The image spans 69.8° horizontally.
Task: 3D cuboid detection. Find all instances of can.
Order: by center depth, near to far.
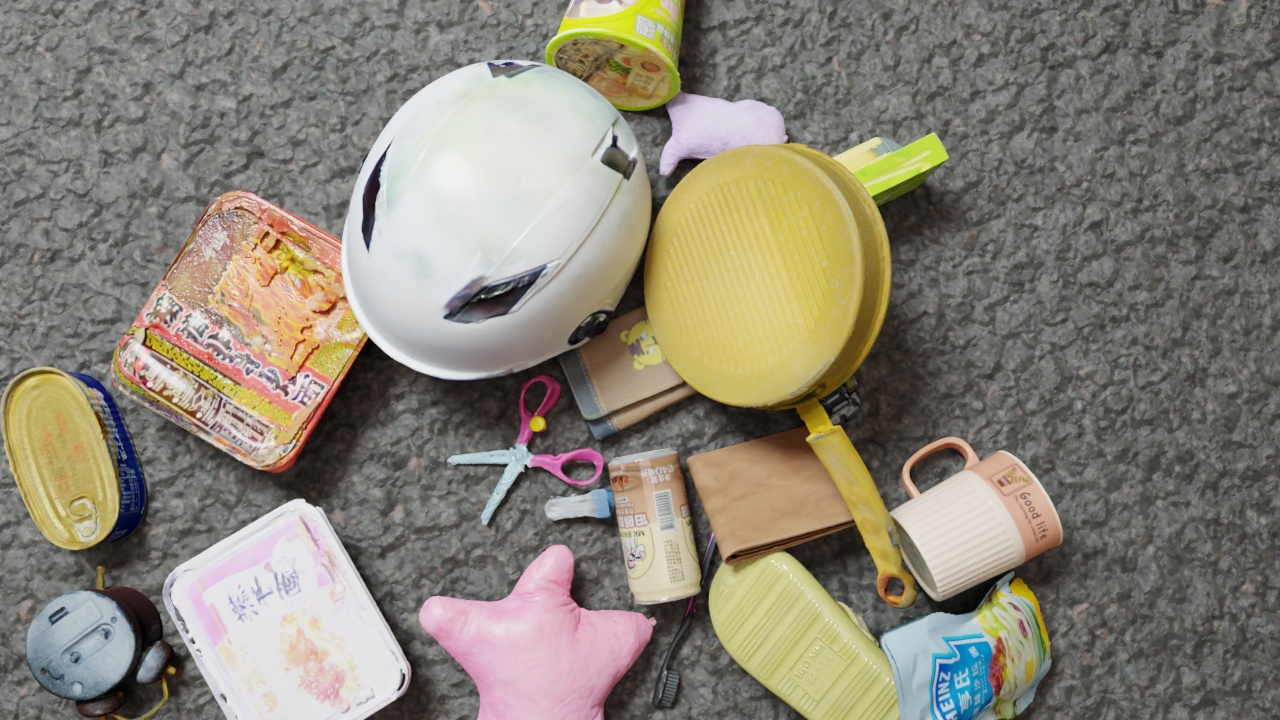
[{"bbox_3d":[0.012,0.131,0.734,0.058,0.058,0.116,-10,85,-2],"label":"can"},{"bbox_3d":[-0.452,0.078,0.735,0.074,0.049,0.148,-23,86,-3],"label":"can"}]

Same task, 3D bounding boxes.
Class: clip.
[{"bbox_3d":[-0.051,0.119,0.754,0.058,0.045,0.027,-5,88,8],"label":"clip"}]

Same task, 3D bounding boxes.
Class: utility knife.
[{"bbox_3d":[0.141,-0.145,0.786,0.188,0.020,0.031,-29,70,1],"label":"utility knife"}]

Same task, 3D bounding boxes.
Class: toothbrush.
[{"bbox_3d":[0.047,0.193,0.752,0.018,0.014,0.189,21,84,-9],"label":"toothbrush"}]

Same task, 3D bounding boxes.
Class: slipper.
[{"bbox_3d":[0.137,0.226,0.720,0.190,0.081,0.092,43,98,19],"label":"slipper"}]

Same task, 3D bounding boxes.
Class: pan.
[{"bbox_3d":[0.120,0.013,0.674,0.198,0.078,0.357,-26,75,39],"label":"pan"}]

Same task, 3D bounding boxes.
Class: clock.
[{"bbox_3d":[-0.419,0.229,0.720,0.082,0.055,0.122,-36,87,-5],"label":"clock"}]

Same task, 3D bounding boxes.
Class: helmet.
[{"bbox_3d":[-0.100,-0.121,0.680,0.229,0.146,0.258,39,62,5],"label":"helmet"}]

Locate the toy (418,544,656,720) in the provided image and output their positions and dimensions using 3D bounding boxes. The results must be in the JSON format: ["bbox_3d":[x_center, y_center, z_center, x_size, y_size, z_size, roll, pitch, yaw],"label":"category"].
[{"bbox_3d":[-0.066,0.247,0.717,0.178,0.075,0.194,-18,89,-13],"label":"toy"}]

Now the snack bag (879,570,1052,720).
[{"bbox_3d":[0.246,0.231,0.684,0.190,0.039,0.110,-9,96,-42],"label":"snack bag"}]

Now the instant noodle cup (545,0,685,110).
[{"bbox_3d":[-0.009,-0.289,0.753,0.111,0.112,0.123,14,77,0],"label":"instant noodle cup"}]

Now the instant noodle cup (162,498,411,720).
[{"bbox_3d":[-0.271,0.210,0.722,0.138,0.060,0.173,-31,85,-4],"label":"instant noodle cup"}]

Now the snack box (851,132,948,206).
[{"bbox_3d":[0.164,-0.129,0.747,0.156,0.086,0.026,-26,85,-4],"label":"snack box"}]

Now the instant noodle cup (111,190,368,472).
[{"bbox_3d":[-0.300,-0.024,0.733,0.164,0.079,0.188,30,85,2],"label":"instant noodle cup"}]

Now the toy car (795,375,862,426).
[{"bbox_3d":[0.131,0.004,0.755,0.053,0.045,0.120,-32,80,-6],"label":"toy car"}]

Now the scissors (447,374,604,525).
[{"bbox_3d":[-0.090,0.080,0.757,0.131,0.017,0.133,28,85,7],"label":"scissors"}]

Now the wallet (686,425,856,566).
[{"bbox_3d":[0.105,0.104,0.732,0.115,0.020,0.101,-15,47,-5],"label":"wallet"}]

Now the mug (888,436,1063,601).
[{"bbox_3d":[0.255,0.120,0.733,0.106,0.082,0.114,-27,66,-2],"label":"mug"}]

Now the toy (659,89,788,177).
[{"bbox_3d":[0.070,-0.190,0.774,0.108,0.039,0.084,7,85,-2],"label":"toy"}]

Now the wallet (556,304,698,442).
[{"bbox_3d":[-0.005,0.004,0.760,0.115,0.033,0.090,-24,85,-7],"label":"wallet"}]
